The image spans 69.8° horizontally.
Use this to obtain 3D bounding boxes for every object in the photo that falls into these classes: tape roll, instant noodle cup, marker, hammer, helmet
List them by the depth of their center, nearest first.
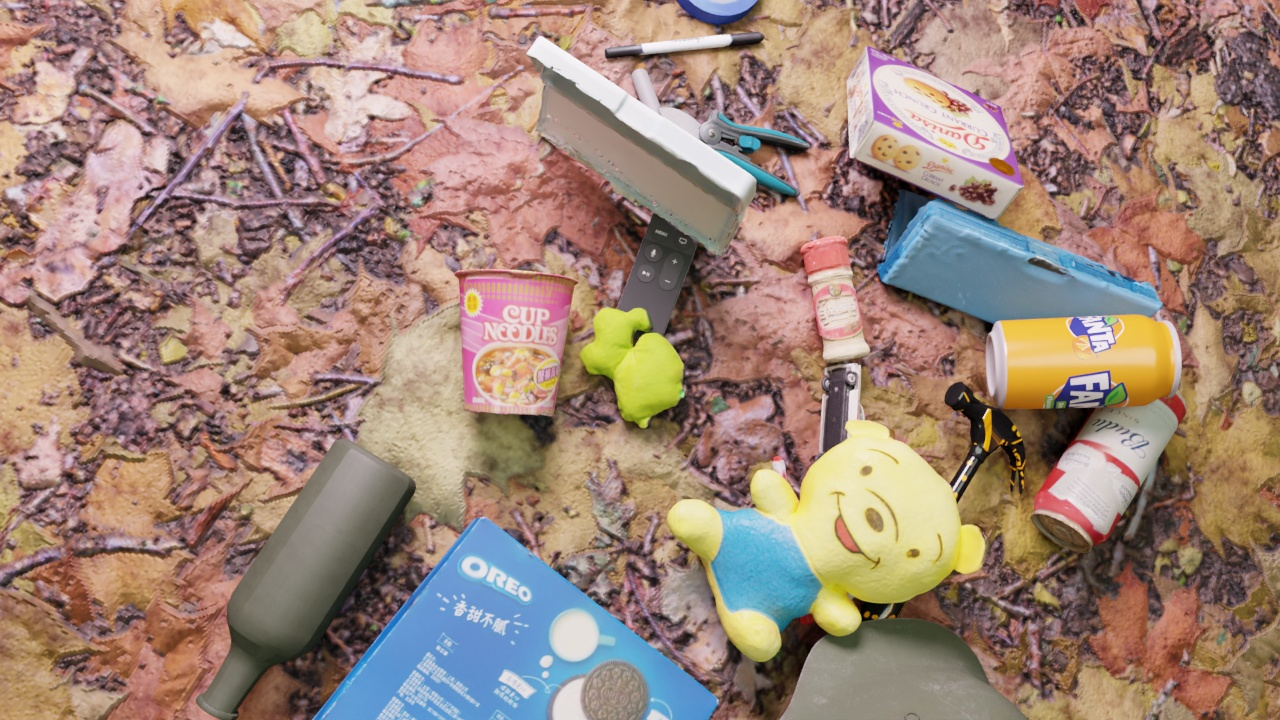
[{"bbox_3d":[0.202,0.328,0.669,0.267,0.154,0.227,-17,98,-17],"label":"helmet"},{"bbox_3d":[-0.100,-0.012,0.721,0.097,0.098,0.108,4,88,-11],"label":"instant noodle cup"},{"bbox_3d":[0.230,0.177,0.779,0.123,0.036,0.320,40,78,-24],"label":"hammer"},{"bbox_3d":[0.129,0.152,0.781,0.012,0.013,0.142,-8,83,-13],"label":"marker"},{"bbox_3d":[0.022,-0.191,0.811,0.016,0.016,0.140,-20,85,-14],"label":"marker"},{"bbox_3d":[0.041,-0.286,0.833,0.152,0.011,0.011,-11,83,-13],"label":"marker"},{"bbox_3d":[0.070,-0.358,0.846,0.091,0.016,0.093,-39,90,-15],"label":"tape roll"}]

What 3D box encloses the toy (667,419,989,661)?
[{"bbox_3d":[0.146,0.139,0.727,0.214,0.084,0.149,-27,82,4],"label":"toy"}]

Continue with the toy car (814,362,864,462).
[{"bbox_3d":[0.178,0.061,0.794,0.039,0.039,0.113,12,78,-30],"label":"toy car"}]

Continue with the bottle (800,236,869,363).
[{"bbox_3d":[0.171,-0.053,0.806,0.044,0.044,0.109,-9,83,-13],"label":"bottle"}]

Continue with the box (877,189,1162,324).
[{"bbox_3d":[0.341,-0.092,0.842,0.231,0.094,0.102,18,49,-8],"label":"box"}]

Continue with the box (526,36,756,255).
[{"bbox_3d":[-0.001,-0.167,0.724,0.197,0.136,0.049,36,75,7],"label":"box"}]

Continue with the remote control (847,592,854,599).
[{"bbox_3d":[0.202,0.165,0.793,0.130,0.012,0.033,-39,90,-15],"label":"remote control"}]

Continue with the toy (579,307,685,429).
[{"bbox_3d":[-0.005,0.004,0.763,0.093,0.036,0.094,19,93,2],"label":"toy"}]

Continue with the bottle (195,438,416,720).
[{"bbox_3d":[-0.248,0.161,0.670,0.071,0.071,0.206,32,76,-5],"label":"bottle"}]

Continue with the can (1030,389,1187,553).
[{"bbox_3d":[0.419,0.089,0.822,0.067,0.067,0.170,41,76,-3],"label":"can"}]

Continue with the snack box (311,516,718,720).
[{"bbox_3d":[-0.092,0.265,0.694,0.239,0.056,0.195,39,76,-3],"label":"snack box"}]

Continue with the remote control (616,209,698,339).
[{"bbox_3d":[0.020,-0.088,0.787,0.045,0.008,0.146,20,84,1],"label":"remote control"}]

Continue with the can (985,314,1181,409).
[{"bbox_3d":[0.380,0.002,0.797,0.142,0.079,0.079,-2,81,13],"label":"can"}]

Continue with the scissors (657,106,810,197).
[{"bbox_3d":[0.089,-0.192,0.819,0.153,0.019,0.128,-28,92,-18],"label":"scissors"}]

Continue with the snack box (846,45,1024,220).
[{"bbox_3d":[0.255,-0.203,0.811,0.143,0.041,0.147,21,43,-8],"label":"snack box"}]
